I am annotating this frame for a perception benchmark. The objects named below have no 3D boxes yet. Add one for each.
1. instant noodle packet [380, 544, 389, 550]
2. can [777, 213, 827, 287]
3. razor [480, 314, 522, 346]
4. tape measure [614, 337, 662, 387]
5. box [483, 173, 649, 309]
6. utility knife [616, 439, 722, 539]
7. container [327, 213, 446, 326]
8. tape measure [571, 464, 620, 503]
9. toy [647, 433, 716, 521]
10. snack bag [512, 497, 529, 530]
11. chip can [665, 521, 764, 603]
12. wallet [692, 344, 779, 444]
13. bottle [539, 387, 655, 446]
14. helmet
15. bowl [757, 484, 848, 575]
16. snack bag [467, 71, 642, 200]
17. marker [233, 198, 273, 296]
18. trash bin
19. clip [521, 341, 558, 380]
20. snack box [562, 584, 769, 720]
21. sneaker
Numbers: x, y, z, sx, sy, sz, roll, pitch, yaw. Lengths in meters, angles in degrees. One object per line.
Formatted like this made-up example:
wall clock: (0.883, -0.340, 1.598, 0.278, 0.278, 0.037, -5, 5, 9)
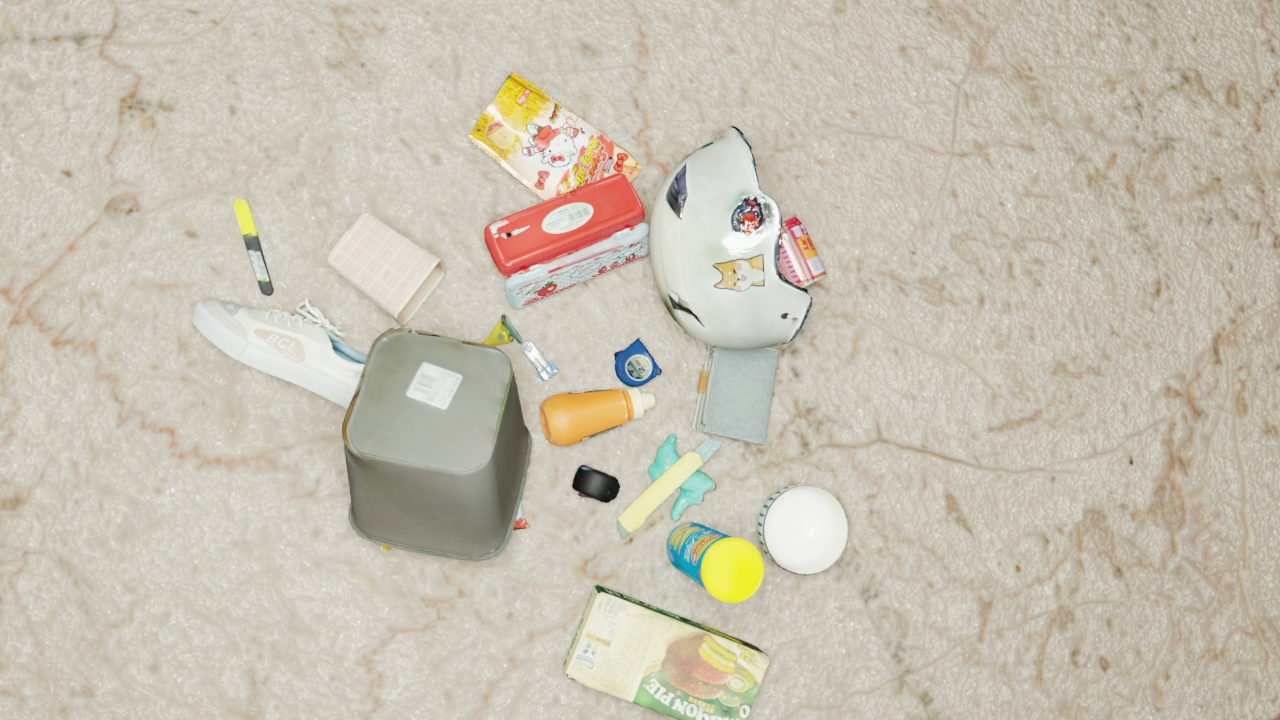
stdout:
instant noodle packet: (-0.262, 0.178, 1.139, 0.128, 0.044, 0.111, -1, 90, -10)
can: (0.200, -0.141, 1.226, 0.066, 0.066, 0.094, -26, 91, -11)
razor: (-0.213, -0.003, 1.166, 0.132, 0.028, 0.043, -41, 120, -13)
tape measure: (-0.007, 0.007, 1.202, 0.054, 0.025, 0.058, -35, 88, -8)
box: (-0.092, -0.151, 1.176, 0.201, 0.100, 0.094, -23, 68, -9)
utility knife: (0.033, 0.162, 1.176, 0.031, 0.019, 0.183, 45, 105, -4)
container: (-0.313, -0.114, 1.129, 0.111, 0.090, 0.090, 36, 81, -3)
tape measure: (-0.058, 0.159, 1.166, 0.058, 0.057, 0.039, 24, 83, -16)
toy: (0.051, 0.157, 1.199, 0.092, 0.030, 0.096, 31, 87, -4)
snack bag: (-0.166, 0.168, 1.163, 0.045, 0.026, 0.105, -6, 86, -1)
chip can: (0.085, 0.238, 1.106, 0.071, 0.210, 0.071, 1, 86, -9)
wallet: (0.125, 0.039, 1.216, 0.106, 0.037, 0.129, 13, 80, -17)
bottle: (-0.051, 0.065, 1.175, 0.149, 0.067, 0.066, -12, 88, -18)
helmet: (0.089, -0.132, 1.135, 0.157, 0.230, 0.274, -21, 102, -4)
bowl: (0.206, 0.219, 1.201, 0.116, 0.066, 0.116, 1, 86, -11)
snack bag: (-0.110, -0.270, 1.192, 0.208, 0.073, 0.128, 36, 80, -13)
marker: (-0.480, -0.140, 1.140, 0.018, 0.015, 0.124, -17, 92, -10)
trash bin: (-0.227, 0.089, 1.029, 0.199, 0.220, 0.198, 11, 59, -1)
clip: (-0.133, -0.001, 1.186, 0.026, 0.037, 0.058, -40, 96, -8)
snack box: (0.032, 0.381, 1.162, 0.240, 0.063, 0.114, 22, 83, -7)
sneaker: (-0.411, -0.027, 1.101, 0.242, 0.089, 0.091, 28, 97, -10)
